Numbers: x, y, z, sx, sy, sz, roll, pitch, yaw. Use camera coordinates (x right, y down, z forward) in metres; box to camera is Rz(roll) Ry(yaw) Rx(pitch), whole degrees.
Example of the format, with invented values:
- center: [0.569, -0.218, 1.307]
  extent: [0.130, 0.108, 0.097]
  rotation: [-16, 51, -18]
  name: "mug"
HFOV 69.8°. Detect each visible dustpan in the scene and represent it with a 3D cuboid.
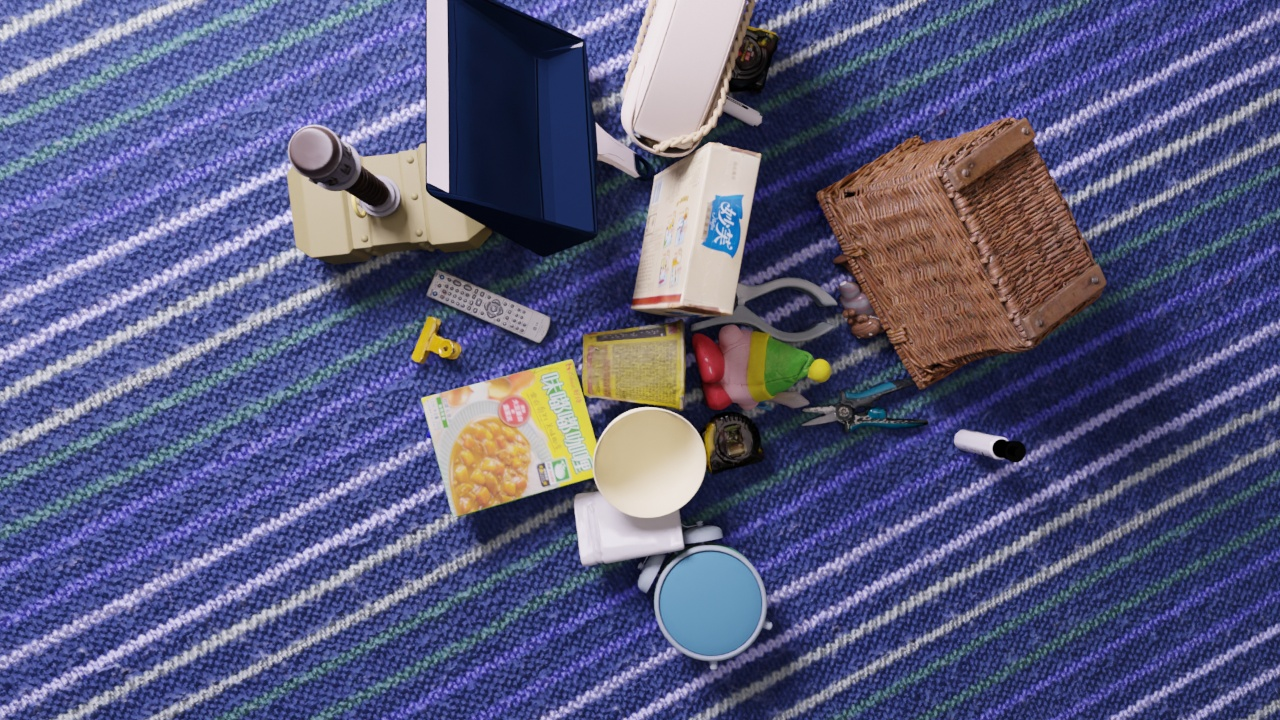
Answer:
- center: [-0.091, -0.232, 0.925]
  extent: [0.080, 0.273, 0.236]
  rotation: [-15, 69, 28]
  name: "dustpan"

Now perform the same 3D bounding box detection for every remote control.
- center: [-0.164, -0.058, 1.002]
  extent: [0.136, 0.013, 0.033]
  rotation: [23, 89, -6]
  name: "remote control"

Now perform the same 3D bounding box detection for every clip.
- center: [-0.219, -0.017, 0.990]
  extent: [0.046, 0.035, 0.053]
  rotation: [22, 88, 2]
  name: "clip"
- center: [0.136, -0.044, 1.027]
  extent: [0.163, 0.028, 0.108]
  rotation: [10, 89, -5]
  name: "clip"

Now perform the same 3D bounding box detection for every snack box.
- center: [-0.137, 0.083, 0.986]
  extent: [0.168, 0.027, 0.132]
  rotation: [-15, 84, -12]
  name: "snack box"
- center: [0.050, -0.122, 0.925]
  extent: [0.055, 0.207, 0.153]
  rotation: [11, 90, -14]
  name: "snack box"

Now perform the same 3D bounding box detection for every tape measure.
- center: [0.102, 0.089, 1.021]
  extent: [0.067, 0.038, 0.062]
  rotation: [-12, 92, -5]
  name: "tape measure"
- center: [0.110, -0.333, 1.011]
  extent: [0.072, 0.042, 0.071]
  rotation: [17, 90, -10]
  name: "tape measure"

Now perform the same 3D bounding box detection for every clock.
- center: [0.064, 0.247, 1.008]
  extent: [0.122, 0.075, 0.161]
  rotation: [-35, 82, -3]
  name: "clock"

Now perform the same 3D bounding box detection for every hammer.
- center: [-0.249, -0.158, 0.831]
  extent: [0.190, 0.325, 0.100]
  rotation: [-7, 92, -3]
  name: "hammer"

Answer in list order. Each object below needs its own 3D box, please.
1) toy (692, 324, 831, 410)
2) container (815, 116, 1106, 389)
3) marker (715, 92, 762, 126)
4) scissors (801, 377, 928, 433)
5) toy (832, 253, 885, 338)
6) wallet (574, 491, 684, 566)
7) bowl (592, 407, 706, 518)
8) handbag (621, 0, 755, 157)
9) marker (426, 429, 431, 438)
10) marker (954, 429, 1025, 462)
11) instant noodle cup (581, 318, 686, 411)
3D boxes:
- center: [0.131, 0.017, 0.990]
  extent: [0.131, 0.096, 0.124]
  rotation: [-15, 121, -3]
  name: "toy"
- center: [0.340, -0.117, 0.949]
  extent: [0.162, 0.183, 0.250]
  rotation: [-32, 96, -21]
  name: "container"
- center: [0.075, -0.294, 1.019]
  extent: [0.133, 0.017, 0.020]
  rotation: [26, 62, -6]
  name: "marker"
- center: [0.264, 0.056, 1.047]
  extent: [0.149, 0.019, 0.122]
  rotation: [30, 89, -4]
  name: "scissors"
- center: [0.246, -0.068, 1.032]
  extent: [0.054, 0.042, 0.102]
  rotation: [-42, 104, -26]
  name: "toy"
- center: [-0.013, 0.179, 0.998]
  extent: [0.116, 0.032, 0.086]
  rotation: [-6, 56, 3]
  name: "wallet"
- center: [0.005, 0.099, 0.979]
  extent: [0.118, 0.074, 0.118]
  rotation: [-1, 102, -7]
  name: "bowl"
- center: [0.036, -0.311, 0.897]
  extent: [0.103, 0.210, 0.209]
  rotation: [16, 106, -9]
  name: "handbag"
- center: [-0.162, 0.096, 1.004]
  extent: [0.141, 0.020, 0.020]
  rotation: [18, 89, -6]
  name: "marker"
- center: [0.383, 0.094, 1.006]
  extent: [0.025, 0.126, 0.025]
  rotation: [0, 91, -6]
  name: "marker"
- center: [-0.006, 0.006, 0.982]
  extent: [0.108, 0.102, 0.102]
  rotation: [0, 91, 1]
  name: "instant noodle cup"
